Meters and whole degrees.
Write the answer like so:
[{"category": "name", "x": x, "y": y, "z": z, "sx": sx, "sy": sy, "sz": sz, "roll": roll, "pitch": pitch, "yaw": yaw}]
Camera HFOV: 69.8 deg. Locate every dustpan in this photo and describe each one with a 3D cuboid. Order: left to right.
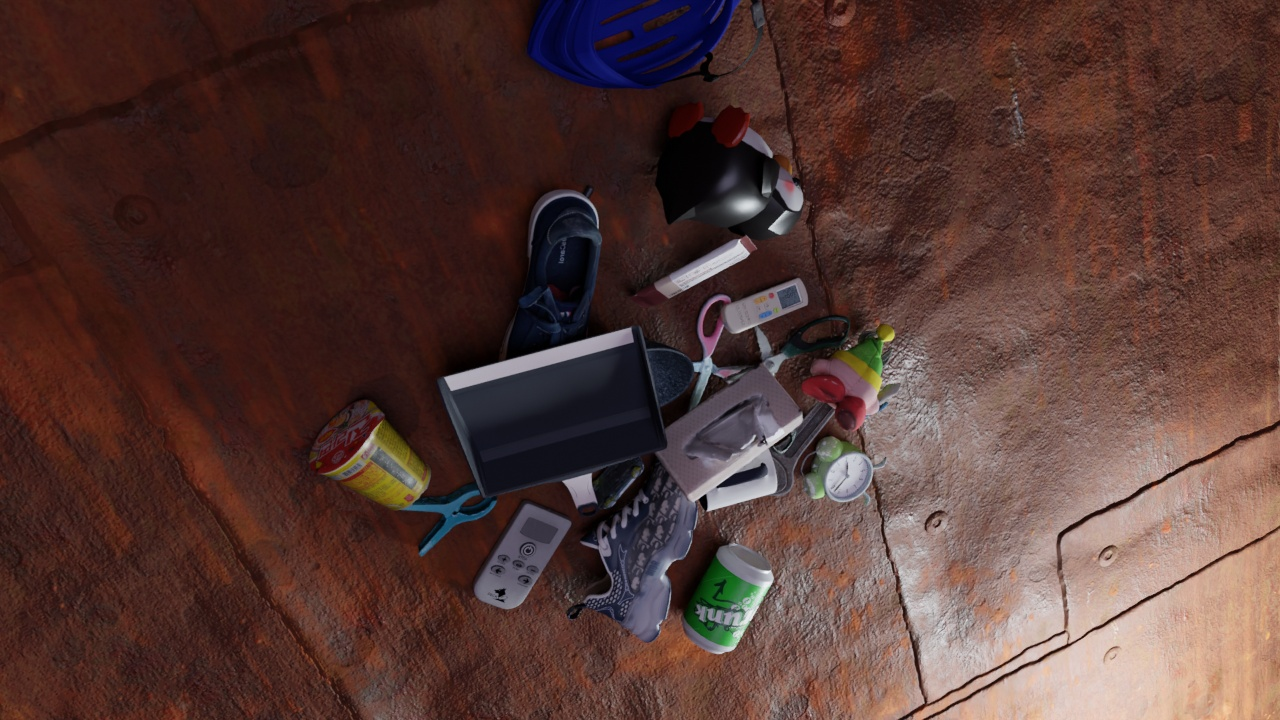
[{"category": "dustpan", "x": -0.089, "y": 0.096, "z": 1.099, "sx": 0.236, "sy": 0.080, "sz": 0.273, "roll": -15, "pitch": 146, "yaw": -2}]

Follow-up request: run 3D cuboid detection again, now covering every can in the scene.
[{"category": "can", "x": 0.122, "y": 0.336, "z": 1.299, "sx": 0.087, "sy": 0.088, "sz": 0.140, "roll": 22, "pitch": 101, "yaw": -26}]

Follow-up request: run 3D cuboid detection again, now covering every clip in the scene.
[{"category": "clip", "x": -0.239, "y": 0.181, "z": 1.146, "sx": 0.116, "sy": 0.026, "sz": 0.097, "roll": -22, "pitch": 119, "yaw": -10}]

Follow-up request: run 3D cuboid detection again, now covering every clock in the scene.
[{"category": "clock", "x": 0.282, "y": 0.158, "z": 1.312, "sx": 0.119, "sy": 0.042, "sz": 0.094, "roll": 14, "pitch": 104, "yaw": -24}]

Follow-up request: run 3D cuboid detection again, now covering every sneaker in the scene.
[{"category": "sneaker", "x": -0.100, "y": -0.037, "z": 1.044, "sx": 0.120, "sy": 0.127, "sz": 0.295, "roll": 2, "pitch": 122, "yaw": -21}, {"category": "sneaker", "x": -0.010, "y": 0.234, "z": 1.214, "sx": 0.132, "sy": 0.103, "sz": 0.269, "roll": 15, "pitch": 98, "yaw": -7}]

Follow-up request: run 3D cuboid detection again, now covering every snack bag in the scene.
[{"category": "snack bag", "x": 0.063, "y": -0.106, "z": 1.104, "sx": 0.158, "sy": 0.013, "sz": 0.057, "roll": -28, "pitch": 163, "yaw": 15}]

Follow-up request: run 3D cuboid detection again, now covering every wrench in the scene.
[{"category": "wrench", "x": 0.251, "y": 0.073, "z": 1.273, "sx": 0.070, "sy": 0.010, "sz": 0.273, "roll": 39, "pitch": 94, "yaw": -1}]

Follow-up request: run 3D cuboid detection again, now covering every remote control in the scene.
[{"category": "remote control", "x": -0.158, "y": 0.259, "z": 1.207, "sx": 0.074, "sy": 0.019, "sz": 0.151, "roll": 28, "pitch": 99, "yaw": -27}, {"category": "remote control", "x": 0.161, "y": -0.070, "z": 1.180, "sx": 0.125, "sy": 0.018, "sz": 0.038, "roll": -22, "pitch": 97, "yaw": -21}]

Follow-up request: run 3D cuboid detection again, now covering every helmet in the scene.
[{"category": "helmet", "x": 0.016, "y": -0.342, "z": 0.918, "sx": 0.241, "sy": 0.227, "sz": 0.148, "roll": -28, "pitch": 126, "yaw": -9}]

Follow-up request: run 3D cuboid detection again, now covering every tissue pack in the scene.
[{"category": "tissue pack", "x": 0.110, "y": 0.089, "z": 1.147, "sx": 0.181, "sy": 0.104, "sz": 0.071, "roll": -32, "pitch": 153, "yaw": -7}]

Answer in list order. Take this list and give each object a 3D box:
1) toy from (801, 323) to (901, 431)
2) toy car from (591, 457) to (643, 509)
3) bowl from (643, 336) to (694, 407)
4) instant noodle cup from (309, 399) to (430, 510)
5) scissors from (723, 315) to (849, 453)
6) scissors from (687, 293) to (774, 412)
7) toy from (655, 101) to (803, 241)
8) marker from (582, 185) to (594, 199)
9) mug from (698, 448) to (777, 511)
[{"category": "toy", "x": 0.293, "y": 0.021, "z": 1.219, "sx": 0.124, "sy": 0.097, "sz": 0.131, "roll": 40, "pitch": 52, "yaw": -4}, {"category": "toy car", "x": -0.032, "y": 0.157, "z": 1.203, "sx": 0.090, "sy": 0.039, "sz": 0.027, "roll": -49, "pitch": 153, "yaw": 4}, {"category": "bowl", "x": -0.007, "y": 0.007, "z": 1.131, "sx": 0.137, "sy": 0.057, "sz": 0.137, "roll": -11, "pitch": 146, "yaw": -8}, {"category": "instant noodle cup", "x": -0.307, "y": 0.118, "z": 1.064, "sx": 0.100, "sy": 0.100, "sz": 0.112, "roll": -41, "pitch": 128, "yaw": -1}, {"category": "scissors", "x": 0.203, "y": 0.029, "z": 1.237, "sx": 0.201, "sy": 0.015, "sz": 0.206, "roll": -17, "pitch": 114, "yaw": -19}, {"category": "scissors", "x": 0.105, "y": 0.000, "z": 1.203, "sx": 0.176, "sy": 0.013, "sz": 0.171, "roll": 12, "pitch": 104, "yaw": -24}, {"category": "toy", "x": 0.112, "y": -0.192, "z": 1.065, "sx": 0.184, "sy": 0.159, "sz": 0.140, "roll": 22, "pitch": 91, "yaw": -44}, {"category": "marker", "x": -0.095, "y": -0.138, "z": 1.079, "sx": 0.011, "sy": 0.011, "sz": 0.152, "roll": 27, "pitch": 99, "yaw": -26}, {"category": "mug", "x": 0.125, "y": 0.150, "z": 1.210, "sx": 0.097, "sy": 0.112, "sz": 0.078, "roll": -14, "pitch": 88, "yaw": -9}]
